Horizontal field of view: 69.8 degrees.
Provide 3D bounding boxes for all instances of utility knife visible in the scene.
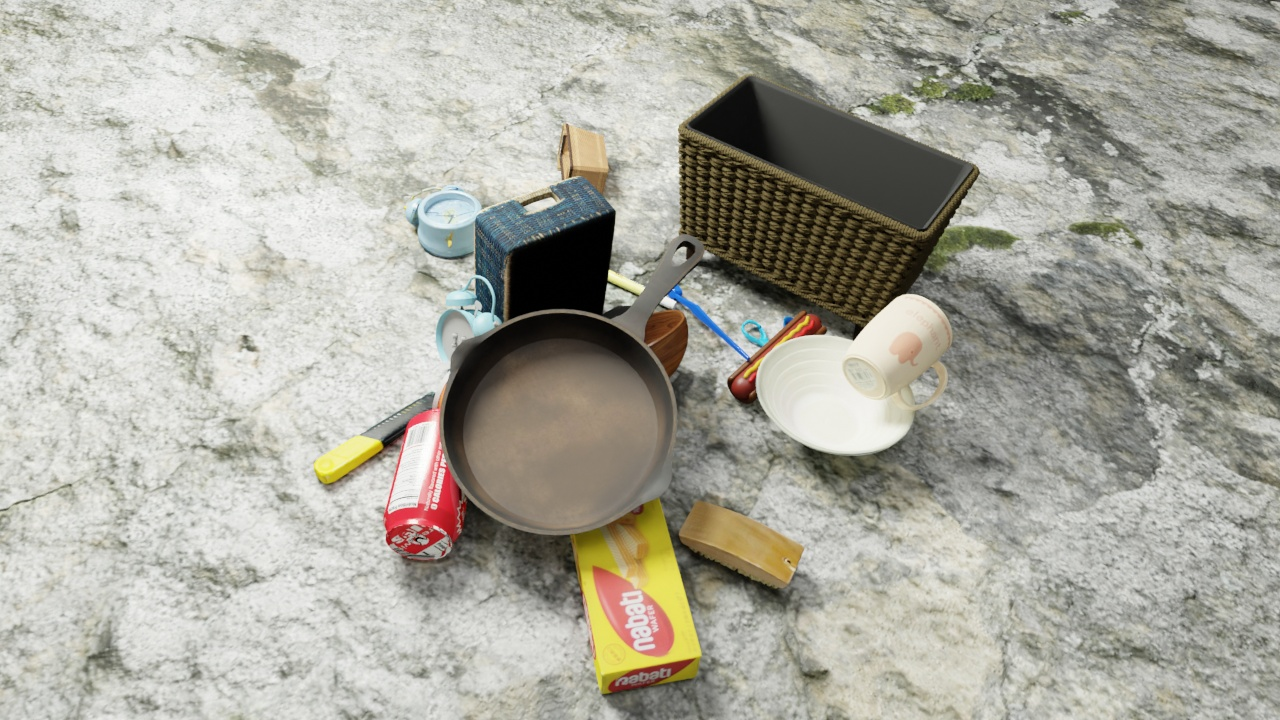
[{"bbox_3d":[-0.270,0.076,0.981,0.029,0.020,0.170,39,55,25],"label":"utility knife"}]

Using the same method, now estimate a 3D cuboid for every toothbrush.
[{"bbox_3d":[0.081,-0.051,1.124,0.011,0.017,0.186,-14,39,-28],"label":"toothbrush"}]

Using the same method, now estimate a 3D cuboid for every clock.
[{"bbox_3d":[-0.193,-0.039,1.027,0.041,0.123,0.087,-11,45,-47],"label":"clock"},{"bbox_3d":[-0.257,-0.189,1.211,0.088,0.052,0.124,-27,55,-26],"label":"clock"}]

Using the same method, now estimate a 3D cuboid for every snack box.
[{"bbox_3d":[-0.012,0.207,0.871,0.092,0.042,0.200,-6,47,-11],"label":"snack box"}]

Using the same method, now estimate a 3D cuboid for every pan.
[{"bbox_3d":[-0.043,0.013,0.921,0.249,0.043,0.355,33,71,11],"label":"pan"}]

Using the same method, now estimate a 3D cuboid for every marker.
[{"bbox_3d":[-0.013,-0.096,1.177,0.132,0.014,0.014,26,49,17],"label":"marker"}]

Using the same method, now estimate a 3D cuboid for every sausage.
[{"bbox_3d":[0.162,-0.005,1.082,0.040,0.040,0.155,37,61,25],"label":"sausage"}]

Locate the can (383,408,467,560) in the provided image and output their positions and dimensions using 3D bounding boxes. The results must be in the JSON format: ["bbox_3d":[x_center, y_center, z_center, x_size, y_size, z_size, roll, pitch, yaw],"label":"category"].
[{"bbox_3d":[-0.206,0.119,0.909,0.074,0.075,0.142,5,46,-2],"label":"can"}]

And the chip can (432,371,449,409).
[{"bbox_3d":[-0.113,0.072,0.973,0.210,0.062,0.062,20,48,12],"label":"chip can"}]

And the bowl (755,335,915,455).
[{"bbox_3d":[0.213,0.053,1.032,0.176,0.058,0.176,3,46,-3],"label":"bowl"}]

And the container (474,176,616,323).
[{"bbox_3d":[-0.110,-0.101,1.051,0.145,0.188,0.071,-26,58,-27],"label":"container"}]

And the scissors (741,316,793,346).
[{"bbox_3d":[0.180,-0.007,1.115,0.086,0.016,0.134,-10,50,-14],"label":"scissors"}]

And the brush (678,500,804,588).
[{"bbox_3d":[0.098,0.184,0.908,0.117,0.039,0.049,23,49,14],"label":"brush"}]

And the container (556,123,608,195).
[{"bbox_3d":[-0.084,-0.282,1.316,0.061,0.063,0.113,4,46,-13],"label":"container"}]

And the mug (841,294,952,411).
[{"bbox_3d":[0.285,0.001,1.001,0.104,0.085,0.111,-38,90,-24],"label":"mug"}]

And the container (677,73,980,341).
[{"bbox_3d":[0.212,-0.182,1.150,0.321,0.205,0.176,29,50,20],"label":"container"}]

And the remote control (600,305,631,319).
[{"bbox_3d":[-0.066,-0.029,1.076,0.133,0.013,0.058,-29,16,-21],"label":"remote control"}]

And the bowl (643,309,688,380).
[{"bbox_3d":[-0.006,0.006,1.031,0.147,0.069,0.147,-22,15,6],"label":"bowl"}]
